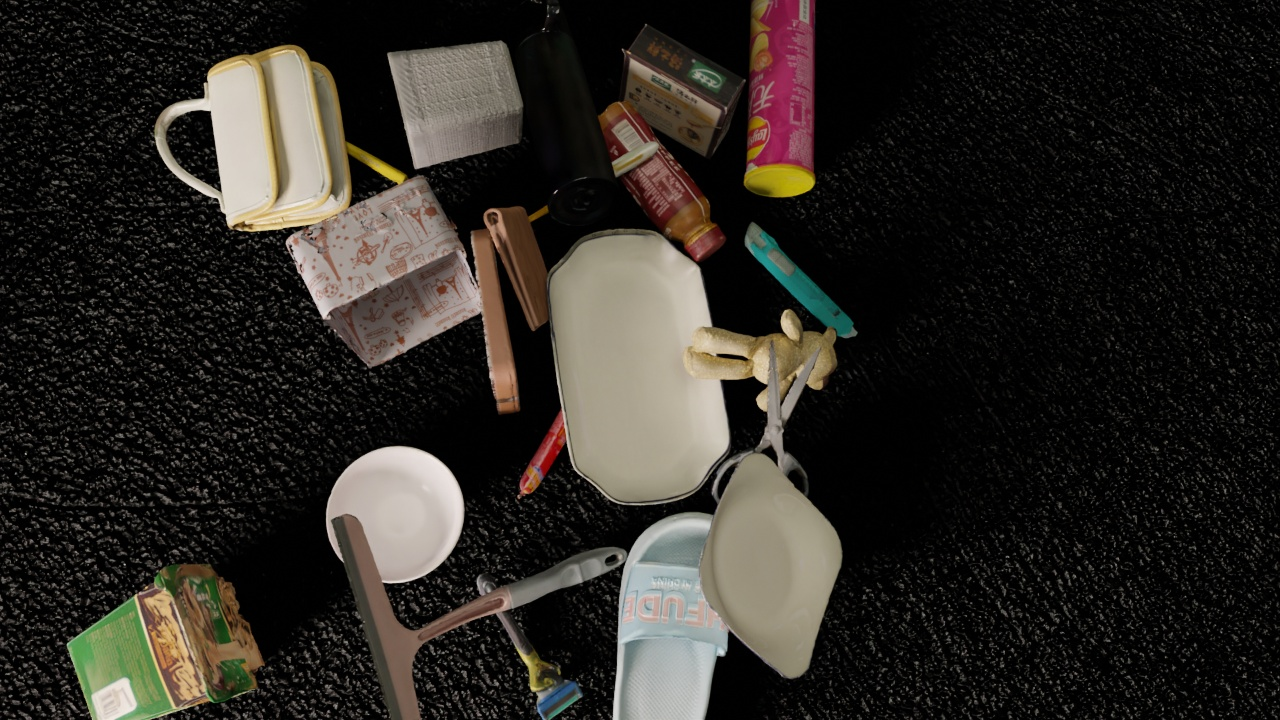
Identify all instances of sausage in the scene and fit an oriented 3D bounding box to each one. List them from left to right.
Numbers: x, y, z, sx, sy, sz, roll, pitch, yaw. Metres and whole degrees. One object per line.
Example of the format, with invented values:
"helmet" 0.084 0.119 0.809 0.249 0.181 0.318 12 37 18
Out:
"sausage" -0.076 0.065 0.881 0.020 0.020 0.155 29 78 1

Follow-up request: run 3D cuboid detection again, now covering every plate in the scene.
"plate" -0.005 0.005 0.880 0.162 0.034 0.265 -7 81 -17
"plate" 0.112 0.184 0.831 0.163 0.034 0.163 46 51 -22

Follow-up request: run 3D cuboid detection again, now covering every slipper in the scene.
"slipper" 0.027 0.256 0.822 0.104 0.074 0.245 10 79 -2

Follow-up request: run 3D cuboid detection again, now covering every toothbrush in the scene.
"toothbrush" -0.320 -0.224 0.922 0.190 0.016 0.016 29 82 1
"toothbrush" -0.066 -0.164 0.897 0.191 0.018 0.016 -28 93 12

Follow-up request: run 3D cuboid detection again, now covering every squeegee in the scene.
"squeegee" -0.122 0.214 0.812 0.249 0.040 0.247 -17 96 -31

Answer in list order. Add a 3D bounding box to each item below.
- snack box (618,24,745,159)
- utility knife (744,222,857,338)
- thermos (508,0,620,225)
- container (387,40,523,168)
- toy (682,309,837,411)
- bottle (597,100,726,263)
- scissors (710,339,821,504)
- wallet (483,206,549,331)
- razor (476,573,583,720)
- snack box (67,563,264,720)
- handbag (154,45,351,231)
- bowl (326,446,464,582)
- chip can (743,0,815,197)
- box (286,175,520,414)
"snack box" 0.038 -0.264 0.903 0.113 0.126 0.053 30 75 2
"utility knife" 0.162 -0.080 0.933 0.029 0.013 0.157 -44 85 -10
"thermos" -0.078 -0.252 0.879 0.068 0.090 0.242 -9 63 -14
"container" -0.179 -0.254 0.904 0.114 0.090 0.090 -13 80 -11
"toy" 0.116 -0.005 0.876 0.157 0.066 0.105 3 111 -22
"bottle" 0.018 -0.177 0.918 0.057 0.057 0.175 -36 83 -11
"scissors" 0.125 0.072 0.860 0.175 0.014 0.159 -37 111 0
"wallet" -0.108 -0.088 0.856 0.020 0.101 0.115 -19 99 9
"razor" -0.109 0.257 0.837 0.042 0.022 0.142 -31 82 -27
"snack box" -0.401 0.248 0.769 0.105 0.117 0.118 -27 79 -5
"handbag" -0.382 -0.208 0.885 0.179 0.063 0.163 -11 85 3
"bowl" -0.216 0.140 0.830 0.118 0.065 0.118 1 78 -4
"chip can" 0.145 -0.279 0.944 0.071 0.071 0.210 4 77 -4
"box" -0.180 -0.029 0.812 0.156 0.183 0.193 -27 79 -9
